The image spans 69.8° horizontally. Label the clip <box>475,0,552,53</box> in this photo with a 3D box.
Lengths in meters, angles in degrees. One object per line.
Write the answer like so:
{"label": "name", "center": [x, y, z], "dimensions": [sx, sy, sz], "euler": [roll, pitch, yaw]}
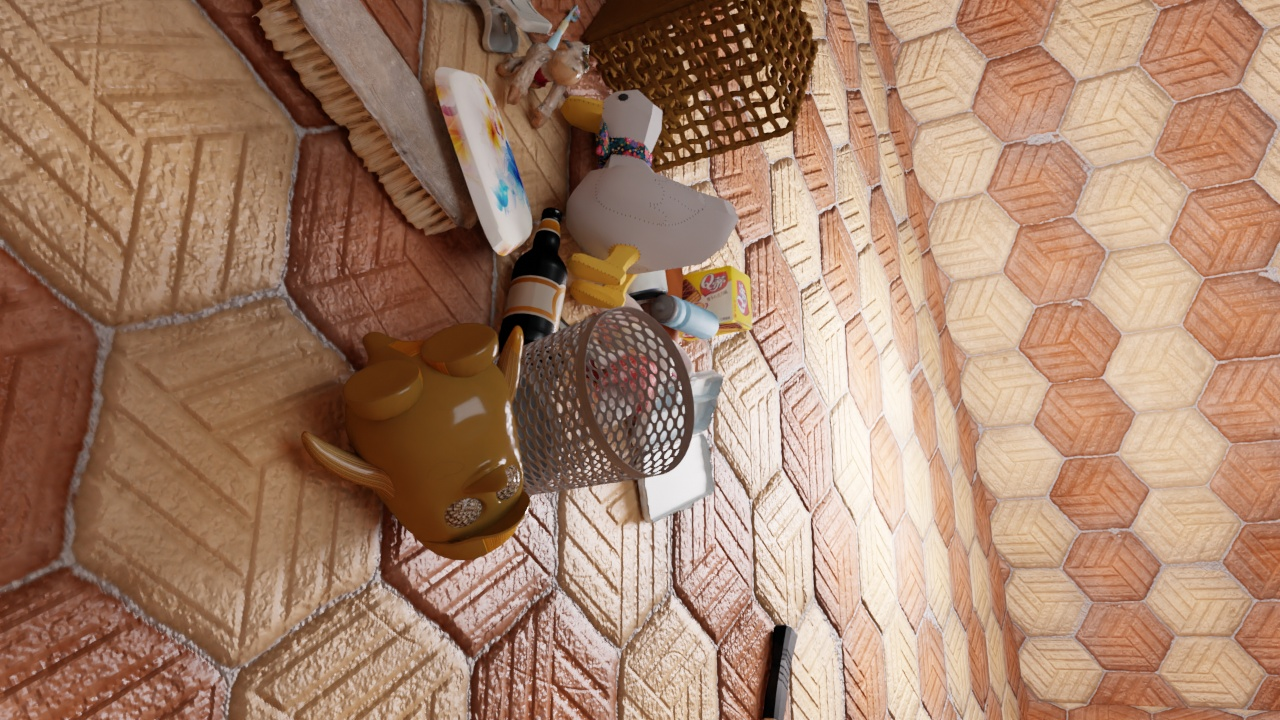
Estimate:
{"label": "clip", "center": [-0.157, -0.417, 1.012], "dimensions": [0.124, 0.075, 0.144], "euler": [-23, 92, -57]}

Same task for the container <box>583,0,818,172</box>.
{"label": "container", "center": [0.093, -0.444, 1.279], "dimensions": [0.214, 0.220, 0.250], "euler": [57, 37, -34]}

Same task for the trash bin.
{"label": "trash bin", "center": [-0.068, 0.048, 0.881], "dimensions": [0.156, 0.184, 0.156], "euler": [24, 58, -46]}

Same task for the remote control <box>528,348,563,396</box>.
{"label": "remote control", "center": [-0.117, 0.039, 0.992], "dimensions": [0.045, 0.008, 0.146], "euler": [56, 38, -36]}

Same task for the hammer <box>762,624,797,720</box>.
{"label": "hammer", "center": [0.192, 0.547, 1.346], "dimensions": [0.131, 0.039, 0.327], "euler": [56, 37, -37]}

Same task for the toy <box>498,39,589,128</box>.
{"label": "toy", "center": [-0.098, -0.322, 1.039], "dimensions": [0.085, 0.106, 0.074], "euler": [38, 29, -59]}

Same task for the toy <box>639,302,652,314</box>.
{"label": "toy", "center": [0.003, -0.020, 1.184], "dimensions": [0.055, 0.042, 0.101], "euler": [37, 56, -21]}

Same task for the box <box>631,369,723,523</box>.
{"label": "box", "center": [0.052, 0.109, 1.231], "dimensions": [0.209, 0.061, 0.193], "euler": [-13, 111, -59]}

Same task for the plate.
{"label": "plate", "center": [-0.150, -0.203, 0.925], "dimensions": [0.186, 0.016, 0.187], "euler": [-76, 149, -75]}

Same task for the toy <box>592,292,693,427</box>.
{"label": "toy", "center": [-0.006, 0.006, 1.085], "dimensions": [0.159, 0.084, 0.193], "euler": [39, 39, -16]}

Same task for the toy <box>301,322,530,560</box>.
{"label": "toy", "center": [-0.160, 0.083, 0.772], "dimensions": [0.198, 0.163, 0.203], "euler": [-30, 123, -26]}

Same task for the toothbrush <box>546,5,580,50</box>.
{"label": "toothbrush", "center": [-0.103, -0.397, 1.134], "dimensions": [0.022, 0.016, 0.154], "euler": [105, 4, -48]}

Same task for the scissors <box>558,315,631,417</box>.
{"label": "scissors", "center": [-0.058, 0.005, 1.096], "dimensions": [0.187, 0.015, 0.146], "euler": [6, 77, -58]}

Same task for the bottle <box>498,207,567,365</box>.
{"label": "bottle", "center": [-0.109, -0.087, 0.990], "dimensions": [0.059, 0.059, 0.181], "euler": [42, 47, -47]}

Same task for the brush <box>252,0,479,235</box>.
{"label": "brush", "center": [-0.232, -0.225, 0.821], "dimensions": [0.271, 0.057, 0.083], "euler": [56, 33, -38]}

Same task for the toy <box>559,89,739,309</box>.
{"label": "toy", "center": [-0.006, -0.194, 1.084], "dimensions": [0.141, 0.247, 0.267], "euler": [94, 15, -71]}

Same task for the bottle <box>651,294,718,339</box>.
{"label": "bottle", "center": [0.056, -0.057, 1.197], "dimensions": [0.130, 0.040, 0.040], "euler": [17, 67, -56]}

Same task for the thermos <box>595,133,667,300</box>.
{"label": "thermos", "center": [-0.012, -0.194, 1.181], "dimensions": [0.067, 0.068, 0.230], "euler": [-3, 85, -60]}

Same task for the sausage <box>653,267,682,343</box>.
{"label": "sausage", "center": [0.036, -0.076, 1.251], "dimensions": [0.039, 0.045, 0.164], "euler": [14, 65, -20]}

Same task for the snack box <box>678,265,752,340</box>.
{"label": "snack box", "center": [0.097, -0.080, 1.293], "dimensions": [0.061, 0.106, 0.083], "euler": [21, 64, -56]}
